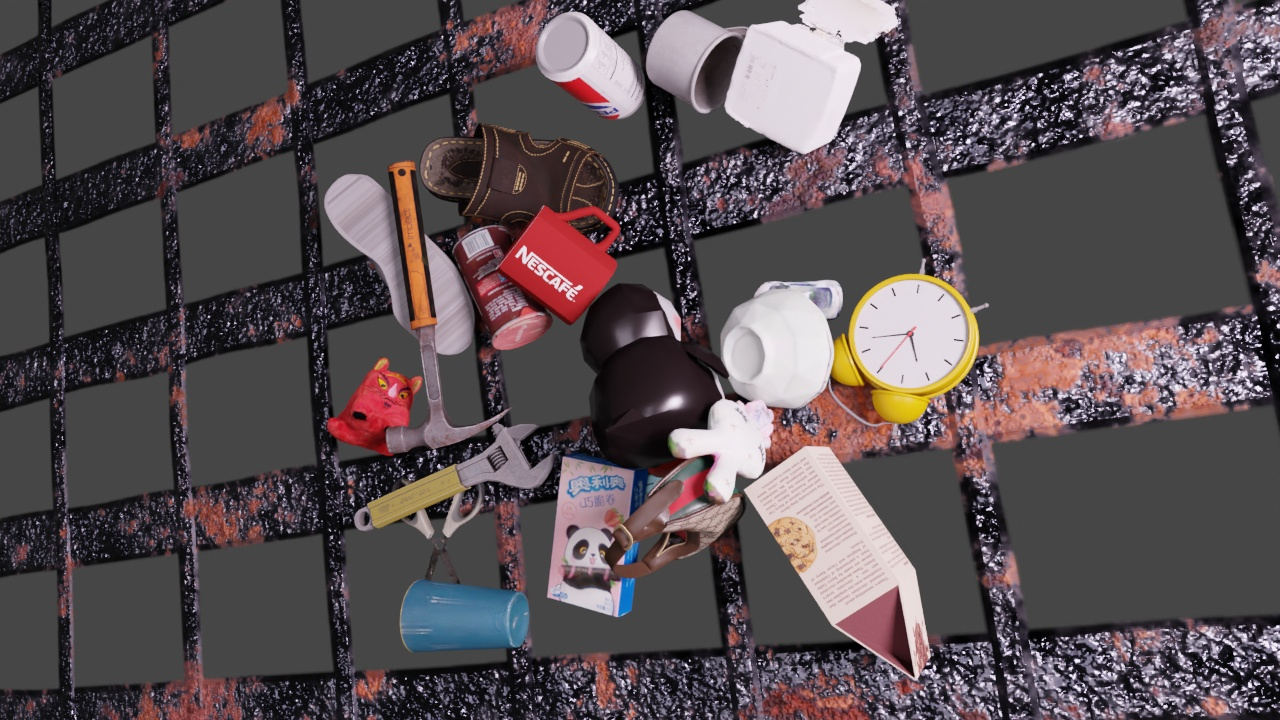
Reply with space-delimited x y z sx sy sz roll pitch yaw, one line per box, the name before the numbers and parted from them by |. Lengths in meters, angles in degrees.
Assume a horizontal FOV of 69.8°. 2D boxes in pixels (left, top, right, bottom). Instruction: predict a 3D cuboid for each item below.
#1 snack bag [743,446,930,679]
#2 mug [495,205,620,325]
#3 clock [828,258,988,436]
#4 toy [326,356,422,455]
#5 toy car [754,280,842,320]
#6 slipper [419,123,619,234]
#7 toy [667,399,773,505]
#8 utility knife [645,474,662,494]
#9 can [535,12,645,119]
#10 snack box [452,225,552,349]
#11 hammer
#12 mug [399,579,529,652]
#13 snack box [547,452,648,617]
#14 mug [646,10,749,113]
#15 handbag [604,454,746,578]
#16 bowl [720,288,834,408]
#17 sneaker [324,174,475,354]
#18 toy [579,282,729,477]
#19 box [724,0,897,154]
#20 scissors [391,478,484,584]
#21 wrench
snack bag | 0.190 0.182 0.821 0.070 0.094 0.206 -38 71 16
mug | -0.078 -0.112 0.956 0.096 0.080 0.116 37 100 -12
clock | 0.239 -0.011 0.842 0.113 0.052 0.152 42 98 22
toy | -0.317 0.060 1.089 0.133 0.088 0.093 -26 41 38
toy car | 0.152 -0.059 0.898 0.090 0.027 0.038 0 87 24
slipper | -0.145 -0.204 1.018 0.268 0.075 0.113 16 92 25
toy | 0.082 0.072 0.814 0.079 0.122 0.038 54 138 2
utility knife | 0.001 0.132 0.957 0.141 0.015 0.022 -19 79 25
can | -0.049 -0.302 0.953 0.070 0.132 0.070 -2 84 24
snack box | -0.153 -0.081 1.013 0.072 0.072 0.121 -33 72 18
hammer | -0.228 -0.062 1.009 0.138 0.035 0.314 -8 92 -3
mug | -0.187 0.278 0.992 0.121 0.078 0.078 -2 84 15
snack box | -0.045 0.180 0.953 0.088 0.033 0.154 8 93 27
mug | 0.067 -0.314 0.939 0.070 0.084 0.113 37 66 25
handbag | 0.029 0.153 0.855 0.138 0.166 0.063 -39 69 -7
bowl | 0.118 -0.008 0.865 0.118 0.061 0.117 10 104 48
sneaker | -0.269 -0.111 1.071 0.099 0.089 0.236 -35 93 3
toy | -0.006 0.005 0.893 0.159 0.140 0.184 -41 55 33
box | 0.174 -0.300 0.895 0.107 0.131 0.152 34 130 21
scissors | -0.235 0.194 1.056 0.157 0.012 0.171 35 100 24
wrench | -0.215 0.141 1.033 0.274 0.018 0.083 -26 71 19
